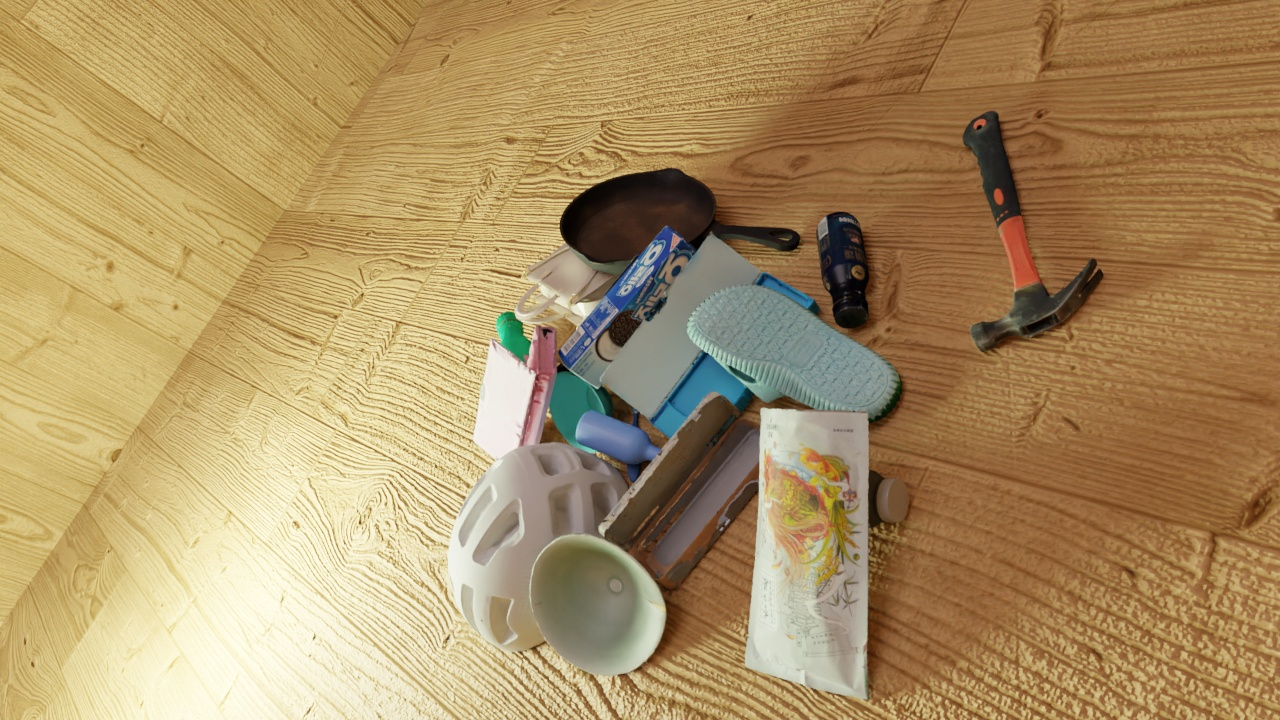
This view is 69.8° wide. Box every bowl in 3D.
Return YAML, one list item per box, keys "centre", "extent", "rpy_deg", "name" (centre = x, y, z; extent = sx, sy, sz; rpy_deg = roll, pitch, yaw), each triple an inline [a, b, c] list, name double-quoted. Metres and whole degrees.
- centre: [-0.040, 0.275, 1.071]
  extent: [0.174, 0.067, 0.174]
  rpy_deg: [5, 101, 25]
  name: "bowl"
- centre: [-0.073, 0.064, 1.279]
  extent: [0.121, 0.121, 0.046]
  rpy_deg: [3, 22, 46]
  name: "bowl"

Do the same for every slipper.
- centre: [0.179, -0.004, 1.073]
  extent: [0.276, 0.069, 0.116]
  rpy_deg: [32, 79, 32]
  name: "slipper"

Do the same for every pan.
- centre: [0.055, -0.184, 1.306]
  extent: [0.356, 0.043, 0.247]
  rpy_deg: [13, 47, 26]
  name: "pan"

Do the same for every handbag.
- centre: [-0.098, -0.109, 1.380]
  extent: [0.197, 0.101, 0.195]
  rpy_deg: [-31, 33, -20]
  name: "handbag"

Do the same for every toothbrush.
- centre: [-0.008, 0.104, 1.226]
  extent: [0.021, 0.016, 0.132]
  rpy_deg: [-6, 51, 9]
  name: "toothbrush"

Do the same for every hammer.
- centre: [0.407, -0.163, 1.019]
  extent: [0.133, 0.033, 0.332]
  rpy_deg: [-26, 43, 31]
  name: "hammer"

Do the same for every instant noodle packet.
- centre: [0.161, 0.182, 0.902]
  extent: [0.147, 0.057, 0.269]
  rpy_deg: [-2, 83, 49]
  name: "instant noodle packet"

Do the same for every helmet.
- centre: [-0.148, 0.238, 1.194]
  extent: [0.283, 0.183, 0.224]
  rpy_deg: [-59, 29, 23]
  name: "helmet"

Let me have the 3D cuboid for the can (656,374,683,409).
- centre: [-0.007, 0.007, 1.252]
  extent: [0.080, 0.080, 0.146]
  rpy_deg: [-54, 38, -4]
  name: "can"

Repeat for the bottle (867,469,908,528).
- centre: [0.214, 0.140, 0.938]
  extent: [0.109, 0.060, 0.060]
  rpy_deg: [-3, 57, 44]
  name: "bottle"

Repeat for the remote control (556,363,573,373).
- centre: [-0.104, 0.015, 1.328]
  extent: [0.045, 0.021, 0.141]
  rpy_deg: [-17, -4, -12]
  name: "remote control"

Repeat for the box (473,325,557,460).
- centre: [-0.181, 0.057, 1.275]
  extent: [0.233, 0.098, 0.099]
  rpy_deg: [110, 163, -47]
  name: "box"

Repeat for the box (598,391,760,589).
- centre: [0.066, 0.156, 1.066]
  extent: [0.108, 0.095, 0.216]
  rpy_deg: [40, 90, 27]
  name: "box"

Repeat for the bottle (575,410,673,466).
- centre: [-0.017, 0.107, 1.186]
  extent: [0.131, 0.048, 0.048]
  rpy_deg: [19, 72, 23]
  name: "bottle"

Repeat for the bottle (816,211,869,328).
- centre: [0.247, -0.110, 1.113]
  extent: [0.056, 0.056, 0.160]
  rpy_deg: [-24, 45, 30]
  name: "bottle"

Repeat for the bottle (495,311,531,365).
- centre: [-0.195, -0.003, 1.460]
  extent: [0.068, 0.068, 0.209]
  rpy_deg: [-39, 39, 14]
  name: "bottle"

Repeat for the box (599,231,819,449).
- centre: [0.087, -0.016, 1.164]
  extent: [0.174, 0.063, 0.243]
  rpy_deg: [37, 88, 16]
  name: "box"

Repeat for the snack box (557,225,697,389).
- centre: [-0.012, -0.069, 1.201]
  extent: [0.226, 0.059, 0.059]
  rpy_deg: [-49, 34, 6]
  name: "snack box"
